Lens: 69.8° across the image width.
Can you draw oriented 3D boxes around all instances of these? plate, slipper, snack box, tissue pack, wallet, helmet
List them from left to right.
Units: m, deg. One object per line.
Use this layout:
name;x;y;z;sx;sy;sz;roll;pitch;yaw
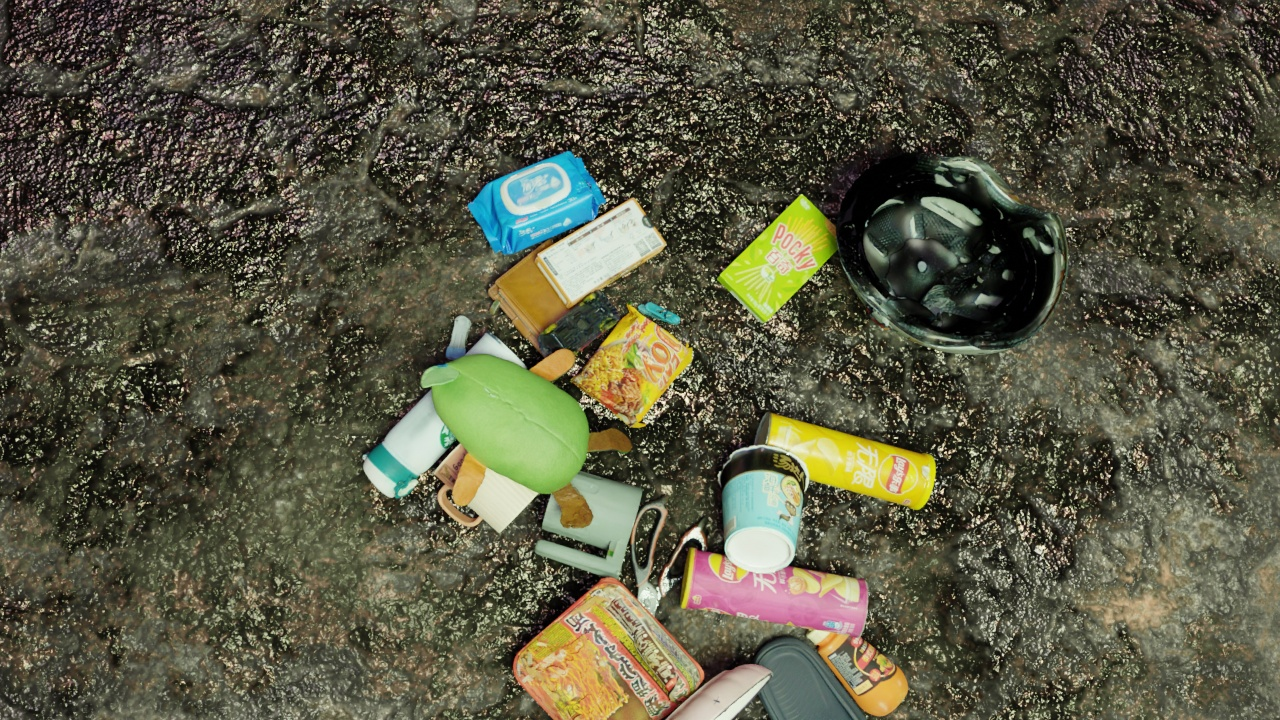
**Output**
tissue pack;-0.129;-0.196;1.134;0.157;0.052;0.095;-25;60;-7
wallet;-0.115;-0.068;1.143;0.119;0.035;0.130;-40;88;-10
snack box;-0.049;-0.135;1.146;0.153;0.026;0.075;-34;86;-20
plate;0.067;0.404;1.034;0.192;0.192;0.039;-40;67;-8
snack box;0.182;-0.131;1.180;0.156;0.026;0.086;-44;89;-8
slipper;0.222;0.456;1.078;0.111;0.083;0.268;-34;84;7
helmet;0.367;-0.118;1.129;0.274;0.157;0.230;28;83;10

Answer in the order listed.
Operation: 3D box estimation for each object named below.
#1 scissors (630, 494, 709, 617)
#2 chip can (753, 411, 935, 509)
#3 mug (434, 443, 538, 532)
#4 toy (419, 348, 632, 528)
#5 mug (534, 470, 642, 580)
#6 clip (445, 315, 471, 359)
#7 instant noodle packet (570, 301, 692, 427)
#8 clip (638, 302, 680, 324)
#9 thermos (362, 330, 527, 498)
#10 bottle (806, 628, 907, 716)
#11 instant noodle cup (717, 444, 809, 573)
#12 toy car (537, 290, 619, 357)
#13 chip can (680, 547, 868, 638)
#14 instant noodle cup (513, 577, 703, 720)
scissors;0.024;0.280;1.123;0.206;0.015;0.201;-26;86;-8
chip can;0.249;0.124;1.133;0.213;0.072;0.072;15;82;-2
mug;-0.188;0.151;1.095;0.106;0.081;0.115;44;109;0
toy;-0.134;0.076;1.044;0.246;0.090;0.226;36;60;-4
mug;-0.062;0.191;1.082;0.103;0.084;0.123;18;45;0
clip;-0.225;-0.028;1.140;0.026;0.042;0.058;10;80;-2
instant noodle packet;-0.007;0.007;1.140;0.111;0.044;0.128;37;81;-4
clip;0.026;-0.059;1.161;0.054;0.033;0.013;21;84;-15
thermos;-0.236;0.068;1.101;0.073;0.073;0.224;43;82;1
bottle;0.253;0.358;1.113;0.066;0.067;0.149;-43;81;-8
instant noodle cup;0.143;0.179;1.072;0.111;0.111;0.120;15;39;-3
toy car;-0.077;-0.038;1.115;0.106;0.031;0.049;-39;92;-12
chip can;0.156;0.274;1.081;0.210;0.071;0.071;10;82;2
instant noodle cup;-0.036;0.350;1.060;0.189;0.079;0.164;-43;88;17
